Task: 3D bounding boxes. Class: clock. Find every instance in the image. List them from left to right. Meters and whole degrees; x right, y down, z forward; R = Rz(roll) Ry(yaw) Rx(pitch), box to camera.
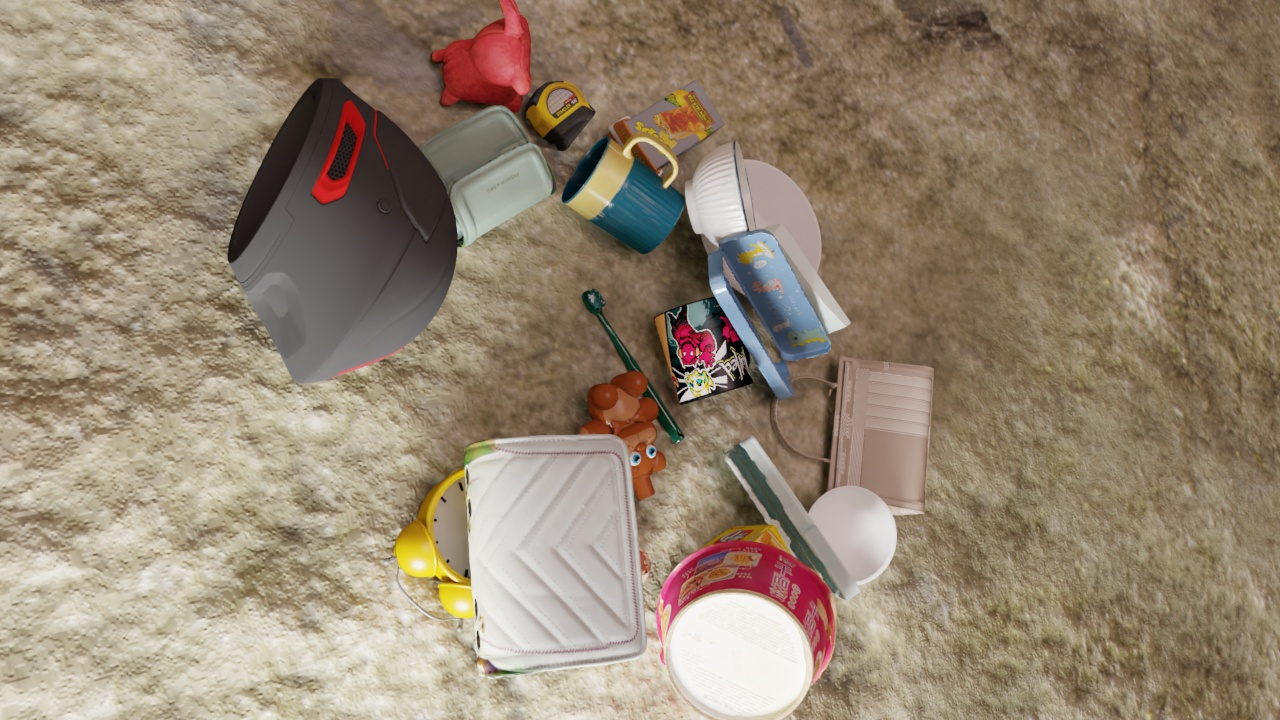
[{"bbox_3d":[-0.156,0.164,0.838,0.113,0.052,0.151,47,56,-12],"label":"clock"}]

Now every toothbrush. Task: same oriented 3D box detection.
[{"bbox_3d":[-0.006,0.006,0.977,0.016,0.017,0.190,-35,96,-31],"label":"toothbrush"}]

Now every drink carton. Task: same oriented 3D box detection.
[{"bbox_3d":[0.028,-0.258,1.039,0.124,0.049,0.076,-39,98,-30],"label":"drink carton"}]

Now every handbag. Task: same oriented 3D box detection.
[{"bbox_3d":[-0.158,-0.183,0.908,0.121,0.067,0.106,-38,99,-31],"label":"handbag"},{"bbox_3d":[-0.081,0.169,0.801,0.141,0.096,0.198,2,74,-23],"label":"handbag"},{"bbox_3d":[0.245,0.078,1.084,0.197,0.062,0.175,14,74,-17],"label":"handbag"}]

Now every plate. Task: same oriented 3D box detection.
[{"bbox_3d":[0.133,-0.147,1.078,0.173,0.036,0.173,7,75,-28],"label":"plate"}]

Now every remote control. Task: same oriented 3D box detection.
[{"bbox_3d":[0.175,-0.088,1.035,0.024,0.050,0.143,-41,100,-31],"label":"remote control"}]

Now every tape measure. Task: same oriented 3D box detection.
[{"bbox_3d":[-0.089,-0.265,0.982,0.064,0.037,0.065,42,60,-15],"label":"tape measure"}]

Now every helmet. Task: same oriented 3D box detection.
[{"bbox_3d":[-0.243,-0.099,0.784,0.169,0.165,0.264,30,55,-33],"label":"helmet"}]

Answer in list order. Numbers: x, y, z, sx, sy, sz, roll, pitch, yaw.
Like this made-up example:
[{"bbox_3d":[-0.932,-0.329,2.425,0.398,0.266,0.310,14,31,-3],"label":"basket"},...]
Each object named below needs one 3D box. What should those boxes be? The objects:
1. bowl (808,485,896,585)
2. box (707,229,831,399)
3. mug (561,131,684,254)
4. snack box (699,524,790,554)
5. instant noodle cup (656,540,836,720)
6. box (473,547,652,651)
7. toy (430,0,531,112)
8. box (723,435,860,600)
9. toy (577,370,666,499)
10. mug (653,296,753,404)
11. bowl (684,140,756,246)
[{"bbox_3d":[0.231,0.197,1.043,0.110,0.041,0.110,1,84,-10],"label":"bowl"},{"bbox_3d":[0.142,-0.042,0.987,0.209,0.078,0.073,52,31,-42],"label":"box"},{"bbox_3d":[-0.008,-0.182,0.966,0.107,0.114,0.083,34,30,-20],"label":"mug"},{"bbox_3d":[0.121,0.230,0.955,0.061,0.084,0.106,-31,95,-29],"label":"snack box"},{"bbox_3d":[0.096,0.269,0.875,0.178,0.179,0.077,61,16,-4],"label":"instant noodle cup"},{"bbox_3d":[-0.076,0.233,0.880,0.187,0.063,0.058,-22,64,-29],"label":"box"},{"bbox_3d":[-0.154,-0.302,0.908,0.094,0.133,0.088,-2,69,-20],"label":"toy"},{"bbox_3d":[0.159,0.172,0.984,0.199,0.066,0.083,56,21,6],"label":"box"},{"bbox_3d":[-0.012,0.079,0.930,0.094,0.065,0.127,-22,95,-29],"label":"toy"},{"bbox_3d":[0.079,-0.013,0.997,0.117,0.082,0.098,-12,84,-49],"label":"mug"},{"bbox_3d":[0.084,-0.171,0.985,0.062,0.118,0.118,-9,80,13],"label":"bowl"}]
